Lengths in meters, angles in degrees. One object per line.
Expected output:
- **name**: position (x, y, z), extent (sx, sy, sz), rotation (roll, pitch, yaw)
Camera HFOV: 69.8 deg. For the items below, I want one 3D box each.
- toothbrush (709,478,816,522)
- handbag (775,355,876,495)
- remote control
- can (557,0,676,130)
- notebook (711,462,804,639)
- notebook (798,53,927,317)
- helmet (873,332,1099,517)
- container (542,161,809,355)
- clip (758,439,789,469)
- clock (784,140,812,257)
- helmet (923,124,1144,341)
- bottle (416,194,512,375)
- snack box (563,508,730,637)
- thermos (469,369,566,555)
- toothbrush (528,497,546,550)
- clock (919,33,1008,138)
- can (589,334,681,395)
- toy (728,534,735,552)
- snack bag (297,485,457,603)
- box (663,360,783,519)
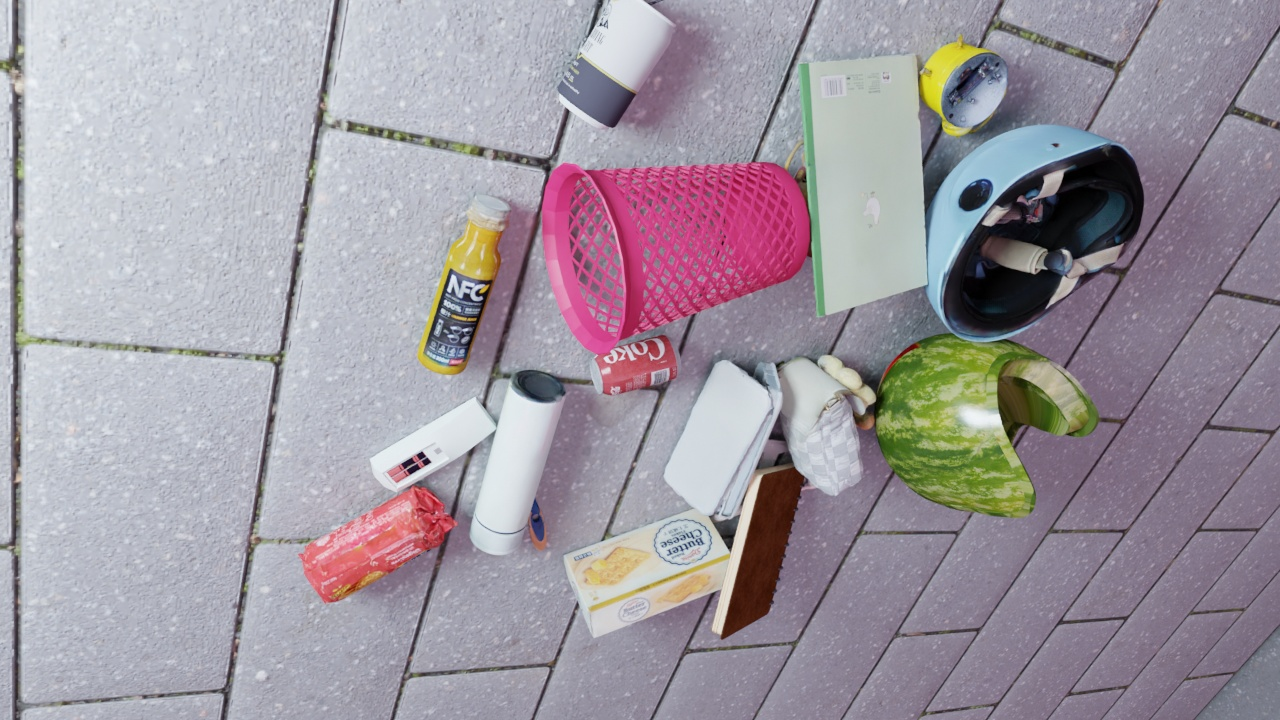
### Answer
- **toothbrush**: position (0.179, 0.197, 1.305), extent (0.181, 0.015, 0.018), rotation (-18, 122, -13)
- **handbag**: position (0.244, 0.080, 1.183), extent (0.123, 0.112, 0.172), rotation (-29, 126, -17)
- **remote control**: position (-0.234, 0.100, 1.038), extent (0.143, 0.024, 0.049), rotation (-31, 131, -2)
- **can**: position (-0.019, -0.278, 0.837), extent (0.064, 0.064, 0.127), rotation (23, 112, -35)
- **notebook**: position (0.164, 0.251, 1.240), extent (0.167, 0.024, 0.225), rotation (0, 105, -59)
- **notebook**: position (0.238, -0.186, 0.961), extent (0.181, 0.010, 0.253), rotation (-17, 107, -35)
- **helmet**: position (0.420, 0.080, 1.188), extent (0.212, 0.248, 0.243), rotation (-43, 94, -25)
- **container**: position (0.041, -0.120, 0.921), extent (0.225, 0.183, 0.183), rotation (-14, 129, -25)
- **clip**: position (0.168, 0.129, 1.231), extent (0.101, 0.038, 0.054), rotation (11, 124, -49)
- **clock**: position (0.203, -0.174, 0.996), extent (0.158, 0.081, 0.117), rotation (34, 76, -36)
- **helmet**: position (0.431, -0.152, 1.067), extent (0.266, 0.166, 0.225), rotation (-46, 127, 9)
- **bottle**: position (-0.175, -0.075, 0.920), extent (0.053, 0.053, 0.186), rotation (8, 119, -29)
- **snack box**: position (0.013, 0.280, 1.230), extent (0.207, 0.104, 0.058), rotation (-18, 130, -13)
- **thermos**: position (-0.145, 0.122, 1.068), extent (0.067, 0.068, 0.231), rotation (3, 123, -26)
- **toothbrush**: position (-0.133, 0.194, 1.161), extent (0.021, 0.017, 0.135), rotation (-13, 130, -12)
- **clock**: position (0.357, -0.294, 1.003), extent (0.083, 0.057, 0.118), rotation (-45, 129, 9)
- **can**: position (-0.006, 0.006, 1.056), extent (0.096, 0.054, 0.054), rotation (-15, 128, -15)
- **toy**: position (0.163, 0.250, 1.315), extent (0.075, 0.037, 0.126), rotation (-16, 141, -24)
- **snack bag**: position (-0.304, 0.209, 1.052), extent (0.176, 0.082, 0.082), rotation (-29, 131, -4)
- **box**: position (0.096, 0.096, 1.150), extent (0.110, 0.107, 0.217), rotation (10, 119, -12)
